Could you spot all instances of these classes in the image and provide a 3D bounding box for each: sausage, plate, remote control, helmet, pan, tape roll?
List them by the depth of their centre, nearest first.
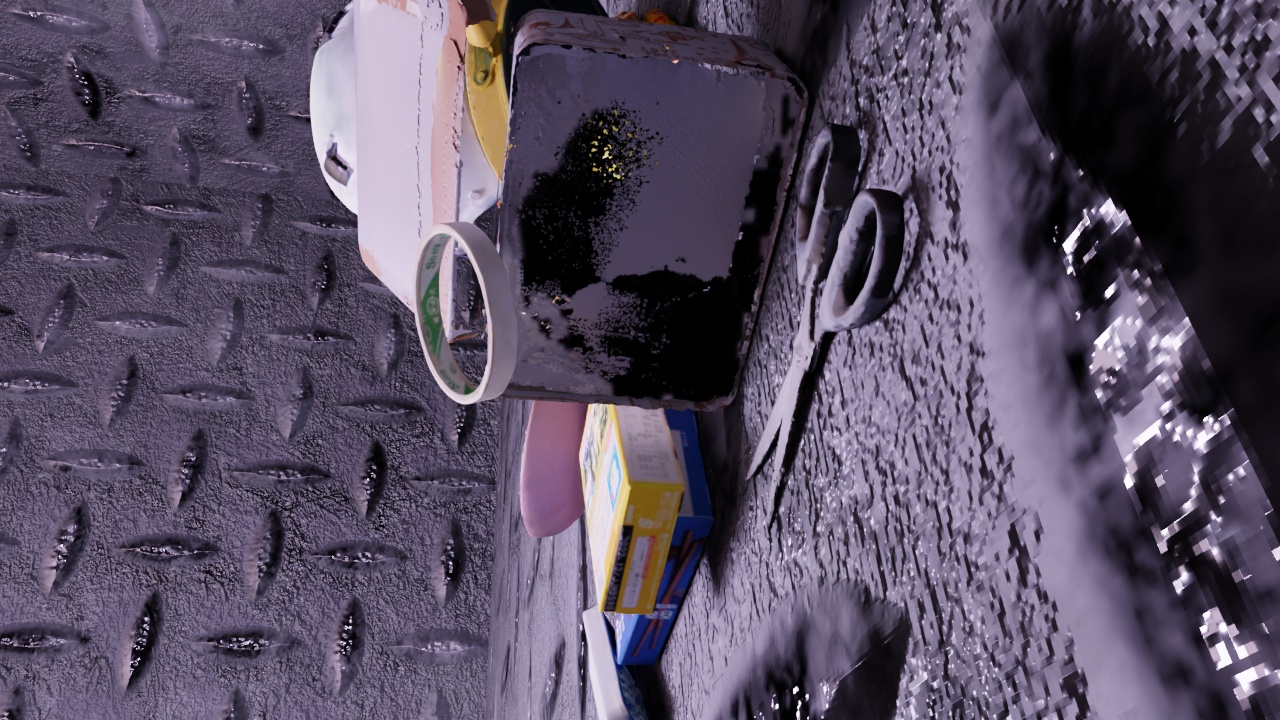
[{"bbox_3d":[-0.084,-0.022,0.431,0.086,0.013,0.086,21,117,51],"label":"tape roll"},{"bbox_3d":[-0.016,0.212,0.603,0.049,0.024,0.125,62,180,-18],"label":"remote control"},{"bbox_3d":[-0.084,-0.214,0.641,0.356,0.078,0.197,14,-108,-61],"label":"pan"},{"bbox_3d":[0.020,-0.231,0.657,0.165,0.021,0.021,-106,23,-60],"label":"sausage"},{"bbox_3d":[-0.045,0.048,0.726,0.192,0.039,0.192,13,-91,-81],"label":"plate"},{"bbox_3d":[-0.196,-0.200,0.767,0.259,0.145,0.229,177,92,-76],"label":"helmet"}]

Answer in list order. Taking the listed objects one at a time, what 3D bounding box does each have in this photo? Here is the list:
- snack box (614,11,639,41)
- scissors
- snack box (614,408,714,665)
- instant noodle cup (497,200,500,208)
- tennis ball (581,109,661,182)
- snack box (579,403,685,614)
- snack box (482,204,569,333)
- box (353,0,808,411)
[{"bbox_3d":[-0.068,-0.265,0.842,0.026,0.154,0.075,55,-176,-21],"label":"snack box"},{"bbox_3d":[0.065,-0.006,0.359,0.164,0.014,0.164,157,116,-79],"label":"scissors"},{"bbox_3d":[0.009,0.109,0.560,0.084,0.026,0.157,-97,17,-46],"label":"snack box"},{"bbox_3d":[-0.086,-0.185,0.889,0.124,0.116,0.116,-152,41,-77],"label":"instant noodle cup"},{"bbox_3d":[-0.011,-0.160,0.673,0.065,0.065,0.065,-176,91,-79],"label":"tennis ball"},{"bbox_3d":[-0.009,0.062,0.515,0.140,0.033,0.087,-108,26,-58],"label":"snack box"},{"bbox_3d":[-0.078,-0.083,0.816,0.118,0.118,0.105,112,158,-73],"label":"snack box"},{"bbox_3d":[-0.057,-0.087,0.465,0.135,0.270,0.180,-44,-31,-55],"label":"box"}]
